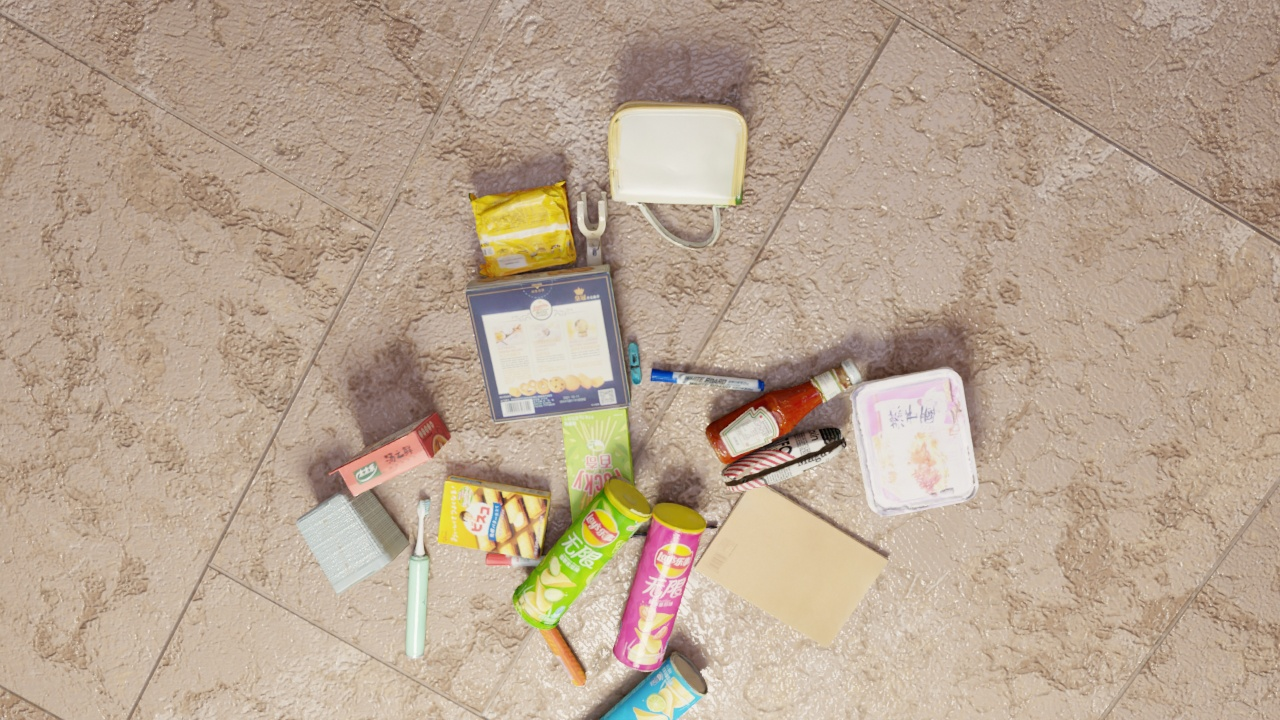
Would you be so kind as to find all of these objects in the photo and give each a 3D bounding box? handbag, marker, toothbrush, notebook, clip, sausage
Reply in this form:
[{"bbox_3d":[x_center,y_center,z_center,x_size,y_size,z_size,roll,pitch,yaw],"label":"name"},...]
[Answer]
[{"bbox_3d":[0.044,-0.224,1.121,0.163,0.063,0.179,2,114,3],"label":"handbag"},{"bbox_3d":[-0.134,0.269,1.228,0.145,0.017,0.017,1,100,3],"label":"marker"},{"bbox_3d":[0.009,0.229,1.216,0.189,0.014,0.016,-7,75,3],"label":"toothbrush"},{"bbox_3d":[0.198,0.269,1.213,0.211,0.012,0.149,31,101,-2],"label":"notebook"},{"bbox_3d":[-0.007,0.005,1.176,0.015,0.049,0.057,-5,93,5],"label":"clip"},{"bbox_3d":[-0.057,-0.168,1.147,0.035,0.094,0.102,-2,138,2],"label":"clip"},{"bbox_3d":[-0.300,0.295,1.237,0.026,0.027,0.224,12,102,34],"label":"toothbrush"},{"bbox_3d":[0.086,0.026,1.175,0.146,0.017,0.017,6,100,2],"label":"marker"},{"bbox_3d":[-0.118,0.376,1.243,0.021,0.021,0.165,-29,97,7],"label":"sausage"}]

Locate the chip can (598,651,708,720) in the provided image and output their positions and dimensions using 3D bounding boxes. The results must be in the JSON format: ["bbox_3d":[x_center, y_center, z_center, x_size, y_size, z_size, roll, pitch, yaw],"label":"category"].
[{"bbox_3d":[-0.007,0.486,1.231,0.210,0.071,0.071,-44,95,9],"label":"chip can"}]

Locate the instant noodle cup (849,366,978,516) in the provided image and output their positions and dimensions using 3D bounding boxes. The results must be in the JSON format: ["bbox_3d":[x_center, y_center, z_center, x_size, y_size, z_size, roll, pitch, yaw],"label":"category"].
[{"bbox_3d":[0.338,0.098,1.152,0.138,0.060,0.173,-11,98,5],"label":"instant noodle cup"}]

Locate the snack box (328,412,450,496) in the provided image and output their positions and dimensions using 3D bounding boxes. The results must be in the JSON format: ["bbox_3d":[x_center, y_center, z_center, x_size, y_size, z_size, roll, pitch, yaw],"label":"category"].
[{"bbox_3d":[-0.311,0.120,1.157,0.113,0.127,0.044,-26,97,7],"label":"snack box"}]

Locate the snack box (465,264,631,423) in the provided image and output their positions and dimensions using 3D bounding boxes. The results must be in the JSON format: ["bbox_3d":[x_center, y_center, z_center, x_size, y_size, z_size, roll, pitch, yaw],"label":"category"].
[{"bbox_3d":[-0.113,-0.020,1.149,0.178,0.045,0.183,-6,110,5],"label":"snack box"}]

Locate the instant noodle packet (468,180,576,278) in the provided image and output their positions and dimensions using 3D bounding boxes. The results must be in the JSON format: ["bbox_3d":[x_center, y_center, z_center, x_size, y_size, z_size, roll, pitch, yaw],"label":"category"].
[{"bbox_3d":[-0.147,-0.162,1.142,0.128,0.044,0.111,-7,101,7],"label":"instant noodle packet"}]

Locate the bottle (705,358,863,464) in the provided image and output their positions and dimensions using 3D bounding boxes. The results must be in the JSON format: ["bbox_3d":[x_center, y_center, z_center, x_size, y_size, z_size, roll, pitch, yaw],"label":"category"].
[{"bbox_3d":[0.181,0.060,1.154,0.206,0.059,0.060,-29,97,7],"label":"bottle"}]

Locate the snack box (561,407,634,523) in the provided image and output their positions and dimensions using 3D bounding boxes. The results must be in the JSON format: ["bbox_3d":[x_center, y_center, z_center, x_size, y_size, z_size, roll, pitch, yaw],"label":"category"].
[{"bbox_3d":[-0.053,0.139,1.197,0.086,0.026,0.156,-4,100,4],"label":"snack box"}]

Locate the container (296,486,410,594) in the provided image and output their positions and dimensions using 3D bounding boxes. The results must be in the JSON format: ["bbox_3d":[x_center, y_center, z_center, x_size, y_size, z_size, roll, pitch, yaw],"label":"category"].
[{"bbox_3d":[-0.377,0.226,1.199,0.090,0.090,0.111,-31,94,7],"label":"container"}]

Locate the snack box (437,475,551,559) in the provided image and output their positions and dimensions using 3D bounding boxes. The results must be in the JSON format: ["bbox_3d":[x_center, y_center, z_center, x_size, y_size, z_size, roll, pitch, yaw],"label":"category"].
[{"bbox_3d":[-0.193,0.207,1.213,0.140,0.033,0.087,10,99,3],"label":"snack box"}]

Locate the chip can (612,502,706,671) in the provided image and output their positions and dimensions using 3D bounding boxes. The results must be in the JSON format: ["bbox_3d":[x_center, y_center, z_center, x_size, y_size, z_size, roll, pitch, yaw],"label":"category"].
[{"bbox_3d":[0.022,0.294,1.188,0.071,0.071,0.211,16,105,0],"label":"chip can"}]

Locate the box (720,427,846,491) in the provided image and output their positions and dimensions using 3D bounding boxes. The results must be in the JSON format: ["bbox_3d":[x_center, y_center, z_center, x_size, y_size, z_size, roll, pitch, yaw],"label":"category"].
[{"bbox_3d":[0.178,0.120,1.163,0.164,0.071,0.060,-20,115,3],"label":"box"}]

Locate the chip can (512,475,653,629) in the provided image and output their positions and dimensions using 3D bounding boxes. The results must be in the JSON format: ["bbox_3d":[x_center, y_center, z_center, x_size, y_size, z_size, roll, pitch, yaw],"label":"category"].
[{"bbox_3d":[-0.077,0.250,1.171,0.072,0.072,0.222,38,106,-4],"label":"chip can"}]
